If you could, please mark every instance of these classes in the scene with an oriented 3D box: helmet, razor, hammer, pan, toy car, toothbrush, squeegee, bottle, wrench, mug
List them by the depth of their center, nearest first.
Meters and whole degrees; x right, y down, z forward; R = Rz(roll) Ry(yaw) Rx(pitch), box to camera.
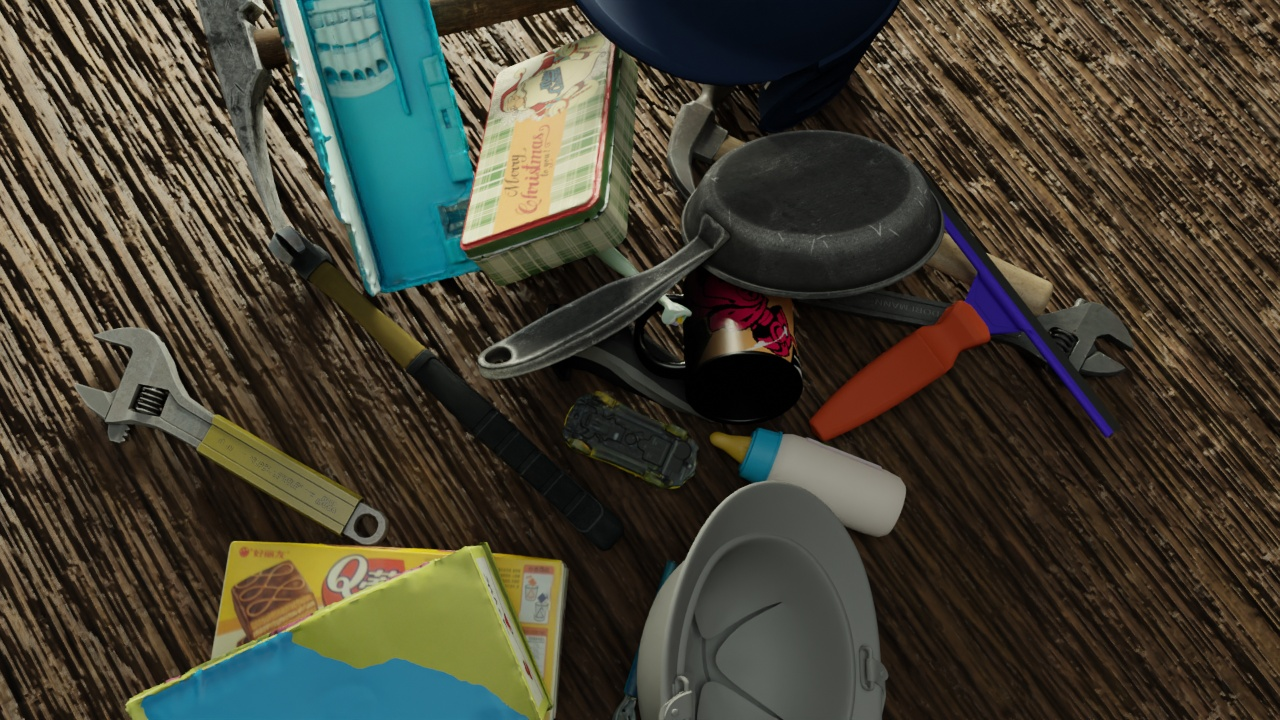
[{"bbox_3d":[0.060,0.218,0.616,0.183,0.118,0.271,3,82,-33],"label":"helmet"},{"bbox_3d":[0.048,-0.076,0.641,0.356,0.055,0.187,-23,45,-17],"label":"pan"},{"bbox_3d":[0.004,0.214,0.660,0.042,0.022,0.143,29,68,-33],"label":"razor"},{"bbox_3d":[-0.141,0.019,0.667,0.333,0.118,0.025,42,83,3],"label":"hammer"},{"bbox_3d":[0.054,-0.017,0.669,0.118,0.082,0.098,2,51,-2],"label":"mug"},{"bbox_3d":[0.072,-0.310,0.670,0.272,0.223,0.232,-21,68,-13],"label":"helmet"},{"bbox_3d":[0.120,0.083,0.679,0.146,0.051,0.051,22,76,4],"label":"bottle"},{"bbox_3d":[-0.305,0.061,0.688,0.273,0.018,0.083,28,77,5],"label":"wrench"},{"bbox_3d":[-0.009,-0.067,0.690,0.022,0.015,0.155,-23,40,-19],"label":"toothbrush"},{"bbox_3d":[-0.007,0.062,0.692,0.107,0.030,0.049,25,75,6],"label":"toy car"},{"bbox_3d":[0.206,0.002,0.696,0.184,0.055,0.249,-34,83,-6],"label":"squeegee"},{"bbox_3d":[-0.004,0.004,0.697,0.156,0.057,0.060,18,117,2],"label":"razor"},{"bbox_3d":[-0.171,-0.224,0.710,0.300,0.037,0.218,-14,100,-4],"label":"hammer"},{"bbox_3d":[0.255,-0.033,0.732,0.273,0.018,0.073,11,75,3],"label":"wrench"},{"bbox_3d":[0.173,-0.121,0.743,0.331,0.031,0.119,28,78,6],"label":"hammer"}]

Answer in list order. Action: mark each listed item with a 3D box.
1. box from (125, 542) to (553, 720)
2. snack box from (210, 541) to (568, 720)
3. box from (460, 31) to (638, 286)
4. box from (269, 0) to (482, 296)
[{"bbox_3d":[-0.178,0.210,0.563,0.221,0.081,0.124,-26,81,-4],"label":"box"},{"bbox_3d":[-0.169,0.186,0.639,0.230,0.062,0.110,4,76,-1],"label":"snack box"},{"bbox_3d":[-0.063,-0.156,0.679,0.118,0.049,0.205,-16,50,26],"label":"box"},{"bbox_3d":[-0.176,-0.163,0.638,0.098,0.121,0.227,-14,100,-4],"label":"box"}]
